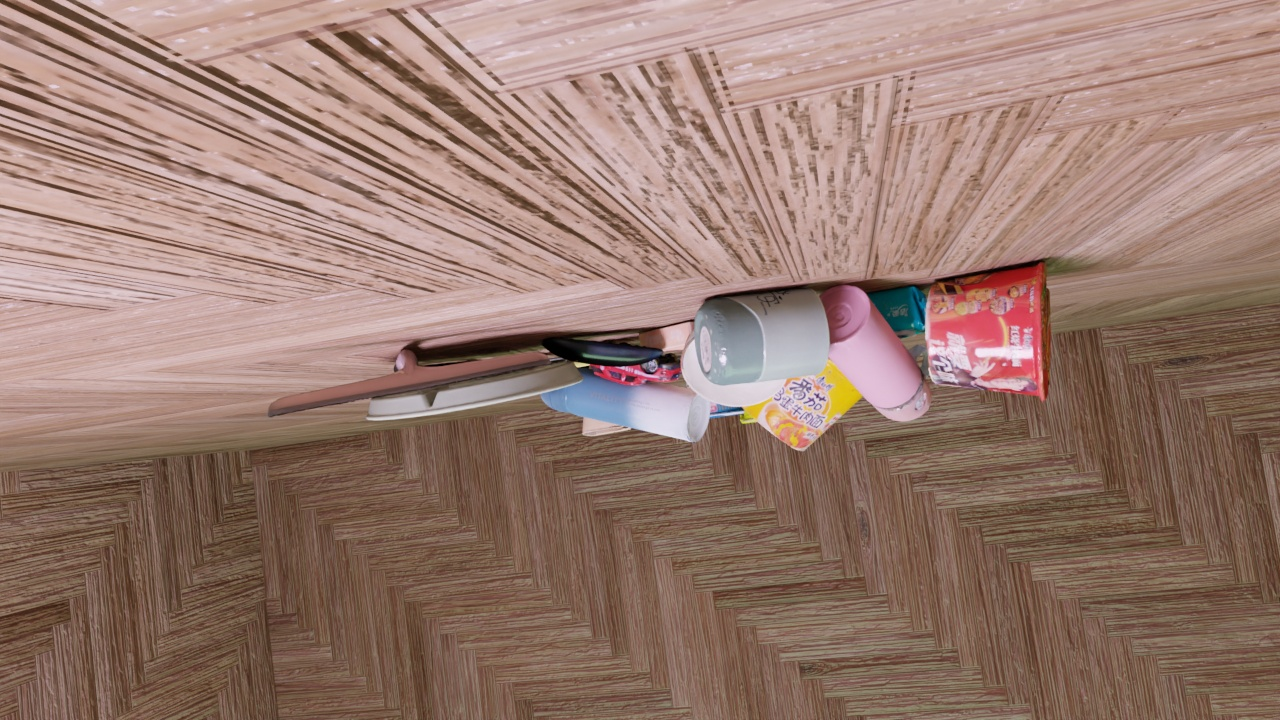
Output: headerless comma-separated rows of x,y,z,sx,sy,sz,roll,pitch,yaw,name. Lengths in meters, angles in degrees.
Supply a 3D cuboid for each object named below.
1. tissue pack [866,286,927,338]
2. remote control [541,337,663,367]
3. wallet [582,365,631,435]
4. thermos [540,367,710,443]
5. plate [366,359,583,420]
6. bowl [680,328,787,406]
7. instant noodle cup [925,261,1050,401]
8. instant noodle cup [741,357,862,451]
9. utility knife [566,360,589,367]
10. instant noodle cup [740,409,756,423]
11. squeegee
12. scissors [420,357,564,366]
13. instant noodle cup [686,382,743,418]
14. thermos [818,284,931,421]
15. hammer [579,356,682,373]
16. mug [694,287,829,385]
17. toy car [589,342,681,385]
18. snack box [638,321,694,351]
0.251,-0.045,1.009,0.134,0.050,0.093,-9,175,23,tissue pack
-0.041,-0.007,1.011,0.136,0.024,0.053,5,171,-16,remote control
-0.038,0.039,1.216,0.087,0.115,0.024,-11,153,35,wallet
-0.024,0.050,1.143,0.221,0.070,0.070,10,-175,28,thermos
-0.174,0.029,0.969,0.230,0.027,0.230,-10,-176,1,plate
0.103,-0.012,0.980,0.114,0.113,0.062,-9,-141,20,bowl
0.353,-0.027,0.930,0.109,0.138,0.137,-1,180,27,instant noodle cup
0.179,0.028,1.051,0.110,0.138,0.138,-52,164,11,instant noodle cup
-0.066,0.002,1.300,0.166,0.018,0.031,-6,180,-10,utility knife
0.177,0.014,1.196,0.111,0.123,0.112,-8,175,-1,instant noodle cup
-0.234,0.009,0.924,0.247,0.040,0.250,-11,-177,-15,squeegee
-0.186,0.010,1.145,0.230,0.021,0.189,-9,176,17,scissors
0.104,0.025,1.296,0.099,0.110,0.099,-8,175,-1,instant noodle cup
0.244,-0.008,0.930,0.067,0.087,0.198,35,178,46,thermos
-0.028,0.013,1.436,0.322,0.032,0.126,-6,175,-22,hammer
0.106,-0.028,0.856,0.106,0.082,0.111,-8,-152,-9,mug
-0.006,0.006,1.096,0.121,0.045,0.052,11,-166,34,toy car
0.083,-0.029,1.079,0.157,0.026,0.085,-3,175,-43,snack box
